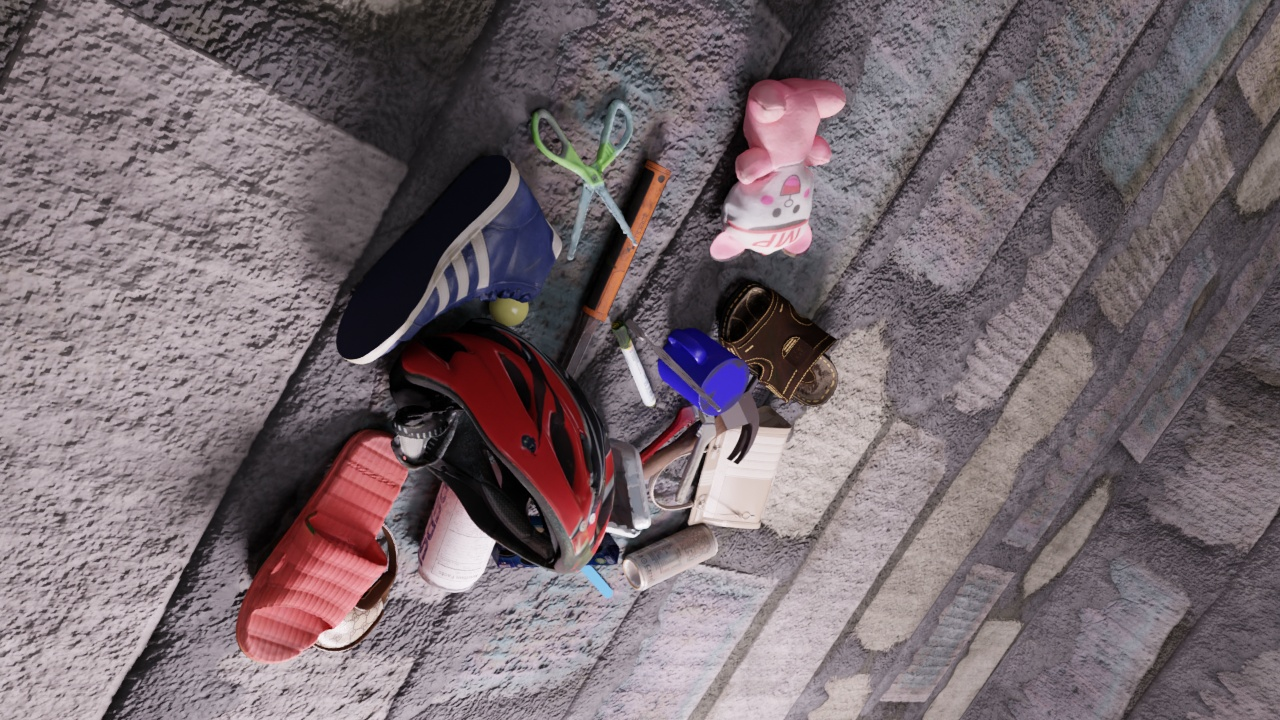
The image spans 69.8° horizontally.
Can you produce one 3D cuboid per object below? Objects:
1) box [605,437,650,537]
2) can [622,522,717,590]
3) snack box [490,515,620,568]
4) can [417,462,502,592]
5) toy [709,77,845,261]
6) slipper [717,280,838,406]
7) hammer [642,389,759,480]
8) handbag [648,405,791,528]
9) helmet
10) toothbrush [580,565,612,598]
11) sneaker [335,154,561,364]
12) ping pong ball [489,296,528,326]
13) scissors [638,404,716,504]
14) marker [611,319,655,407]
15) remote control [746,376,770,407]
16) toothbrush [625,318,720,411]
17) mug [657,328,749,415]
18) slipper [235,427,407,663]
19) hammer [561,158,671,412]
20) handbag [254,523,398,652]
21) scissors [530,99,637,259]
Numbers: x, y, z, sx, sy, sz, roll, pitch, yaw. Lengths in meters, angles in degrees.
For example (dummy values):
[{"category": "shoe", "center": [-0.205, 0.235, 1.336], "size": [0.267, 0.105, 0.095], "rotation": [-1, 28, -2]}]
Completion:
[{"category": "box", "center": [-0.066, 0.155, 1.048], "size": [0.124, 0.216, 0.106], "rotation": [-14, 89, -10]}, {"category": "can", "center": [0.043, 0.281, 1.317], "size": [0.135, 0.054, 0.054], "rotation": [-18, 128, -32]}, {"category": "snack box", "center": [-0.108, 0.214, 1.095], "size": [0.150, 0.082, 0.027], "rotation": [5, 106, -25]}, {"category": "can", "center": [-0.197, 0.183, 1.025], "size": [0.078, 0.078, 0.136], "rotation": [6, 114, -43]}, {"category": "toy", "center": [0.154, -0.214, 1.051], "size": [0.141, 0.084, 0.213], "rotation": [-14, 125, -31]}, {"category": "slipper", "center": [0.197, -0.010, 1.221], "size": [0.113, 0.076, 0.267], "rotation": [-51, 130, -1]}, {"category": "hammer", "center": [0.017, 0.136, 1.196], "size": [0.322, 0.033, 0.115], "rotation": [-31, 108, -15]}, {"category": "handbag", "center": [0.099, 0.161, 1.296], "size": [0.197, 0.062, 0.176], "rotation": [-3, 120, -30]}, {"category": "helmet", "center": [-0.127, 0.082, 0.883], "size": [0.166, 0.272, 0.218], "rotation": [-36, 165, -28]}, {"category": "toothbrush", "center": [-0.069, 0.290, 1.256], "size": [0.016, 0.014, 0.167], "rotation": [-41, 137, -11]}, {"category": "sneaker", "center": [-0.171, -0.069, 0.873], "size": [0.233, 0.091, 0.118], "rotation": [-54, 141, -9]}, {"category": "ping pong ball", "center": [-0.135, -0.055, 0.942], "size": [0.040, 0.040, 0.040], "rotation": [-22, 130, -29]}, {"category": "scissors", "center": [0.064, 0.094, 1.184], "size": [0.187, 0.015, 0.179], "rotation": [-9, 97, -19]}, {"category": "marker", "center": [-0.007, 0.006, 1.112], "size": [0.017, 0.017, 0.146], "rotation": [-37, 136, -15]}, {"category": "remote control", "center": [0.183, 0.011, 1.284], "size": [0.046, 0.009, 0.124], "rotation": [14, 108, -45]}, {"category": "toothbrush", "center": [0.036, 0.005, 1.026], "size": [0.010, 0.181, 0.010], "rotation": [-46, 141, 2]}, {"category": "mug", "center": [0.072, 0.004, 1.128], "size": [0.079, 0.083, 0.111], "rotation": [-43, 137, -9]}, {"category": "slipper", "center": [-0.296, 0.185, 0.900], "size": [0.103, 0.059, 0.248], "rotation": [44, 65, -41]}, {"category": "hammer", "center": [-0.053, -0.073, 1.007], "size": [0.137, 0.035, 0.315], "rotation": [11, 109, -44]}, {"category": "handbag", "center": [-0.324, 0.222, 0.969], "size": [0.138, 0.063, 0.167], "rotation": [-50, 137, -27]}, {"category": "scissors", "center": [-0.044, -0.185, 0.913], "size": [0.167, 0.023, 0.171], "rotation": [-53, 123, -25]}]
